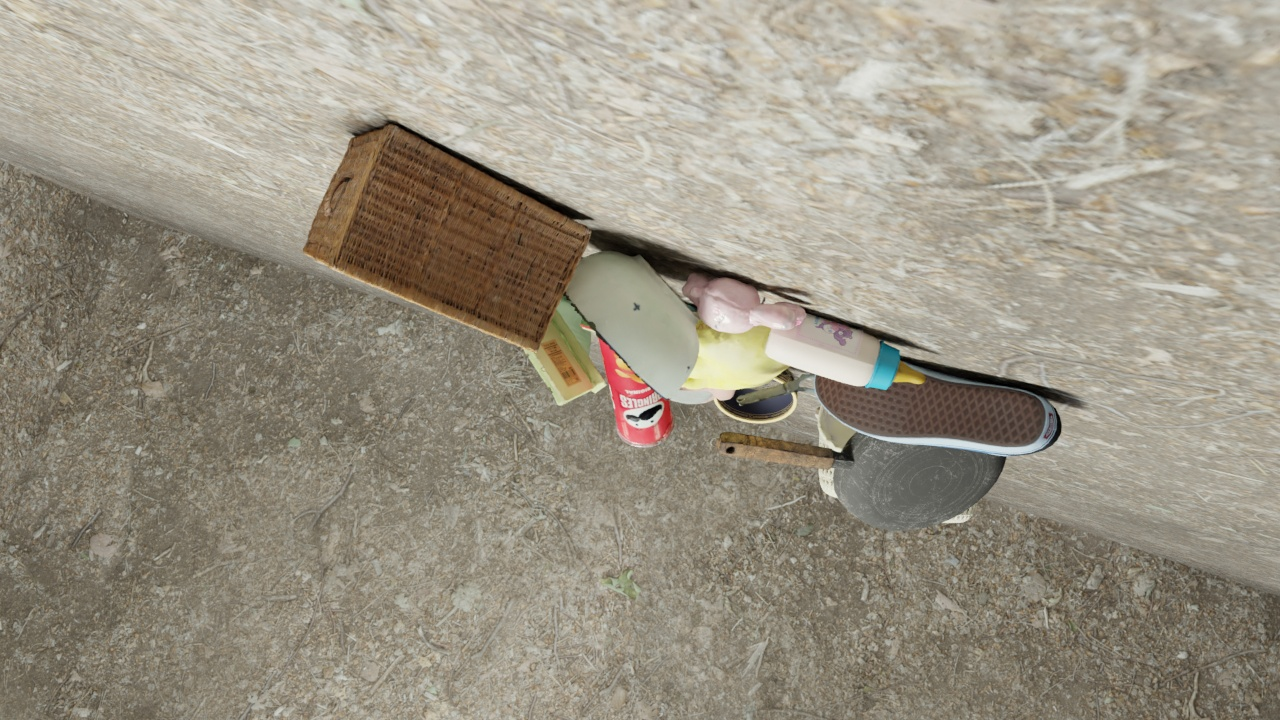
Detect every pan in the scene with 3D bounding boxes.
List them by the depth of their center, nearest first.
[{"bbox_3d":[0.247,0.115,1.015,0.356,0.208,0.040,6,-144,-16],"label":"pan"}]

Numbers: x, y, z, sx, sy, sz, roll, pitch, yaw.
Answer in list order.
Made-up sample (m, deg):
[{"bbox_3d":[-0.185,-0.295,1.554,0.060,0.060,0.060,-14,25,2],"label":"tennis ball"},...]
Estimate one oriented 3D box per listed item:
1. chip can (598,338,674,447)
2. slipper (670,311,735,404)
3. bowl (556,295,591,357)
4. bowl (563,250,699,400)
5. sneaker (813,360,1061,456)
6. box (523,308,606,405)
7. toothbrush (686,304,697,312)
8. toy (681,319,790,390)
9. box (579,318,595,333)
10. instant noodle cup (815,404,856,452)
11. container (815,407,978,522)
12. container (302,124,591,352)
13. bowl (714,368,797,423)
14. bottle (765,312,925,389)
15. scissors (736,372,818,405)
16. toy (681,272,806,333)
[{"bbox_3d":[-0.006,0.006,1.034,0.073,0.073,0.233,17,147,20],"label":"chip can"},{"bbox_3d":[0.071,0.013,1.119,0.114,0.054,0.275,8,159,-1],"label":"slipper"},{"bbox_3d":[-0.136,-0.060,1.354,0.151,0.077,0.151,19,176,1],"label":"bowl"},{"bbox_3d":[0.000,-0.043,0.833,0.153,0.073,0.153,47,-175,-5],"label":"bowl"},{"bbox_3d":[0.295,0.051,0.920,0.242,0.083,0.098,13,176,38],"label":"sneaker"},{"bbox_3d":[-0.109,-0.040,1.045,0.187,0.044,0.141,57,-162,6],"label":"box"},{"bbox_3d":[-0.021,-0.081,1.014,0.180,0.016,0.016,18,176,-9],"label":"toothbrush"},{"bbox_3d":[0.099,-0.005,0.964,0.155,0.064,0.170,-13,160,15],"label":"toy"},{"bbox_3d":[0.020,-0.029,1.289,0.118,0.050,0.205,14,173,39],"label":"box"},{"bbox_3d":[0.283,0.081,1.095,0.137,0.137,0.112,14,163,47],"label":"instant noodle cup"},{"bbox_3d":[0.360,0.135,1.278,0.184,0.143,0.246,6,-178,-27],"label":"container"},{"bbox_3d":[-0.159,-0.098,0.747,0.198,0.114,0.113,24,178,-36],"label":"container"},{"bbox_3d":[0.158,0.029,1.252,0.112,0.061,0.113,7,143,5],"label":"bowl"},{"bbox_3d":[0.190,-0.005,0.841,0.146,0.051,0.051,18,176,7],"label":"bottle"},{"bbox_3d":[0.159,0.019,0.969,0.170,0.094,0.014,12,148,-29],"label":"scissors"},{"bbox_3d":[0.088,-0.046,0.804,0.110,0.047,0.063,13,-177,22],"label":"toy"}]
